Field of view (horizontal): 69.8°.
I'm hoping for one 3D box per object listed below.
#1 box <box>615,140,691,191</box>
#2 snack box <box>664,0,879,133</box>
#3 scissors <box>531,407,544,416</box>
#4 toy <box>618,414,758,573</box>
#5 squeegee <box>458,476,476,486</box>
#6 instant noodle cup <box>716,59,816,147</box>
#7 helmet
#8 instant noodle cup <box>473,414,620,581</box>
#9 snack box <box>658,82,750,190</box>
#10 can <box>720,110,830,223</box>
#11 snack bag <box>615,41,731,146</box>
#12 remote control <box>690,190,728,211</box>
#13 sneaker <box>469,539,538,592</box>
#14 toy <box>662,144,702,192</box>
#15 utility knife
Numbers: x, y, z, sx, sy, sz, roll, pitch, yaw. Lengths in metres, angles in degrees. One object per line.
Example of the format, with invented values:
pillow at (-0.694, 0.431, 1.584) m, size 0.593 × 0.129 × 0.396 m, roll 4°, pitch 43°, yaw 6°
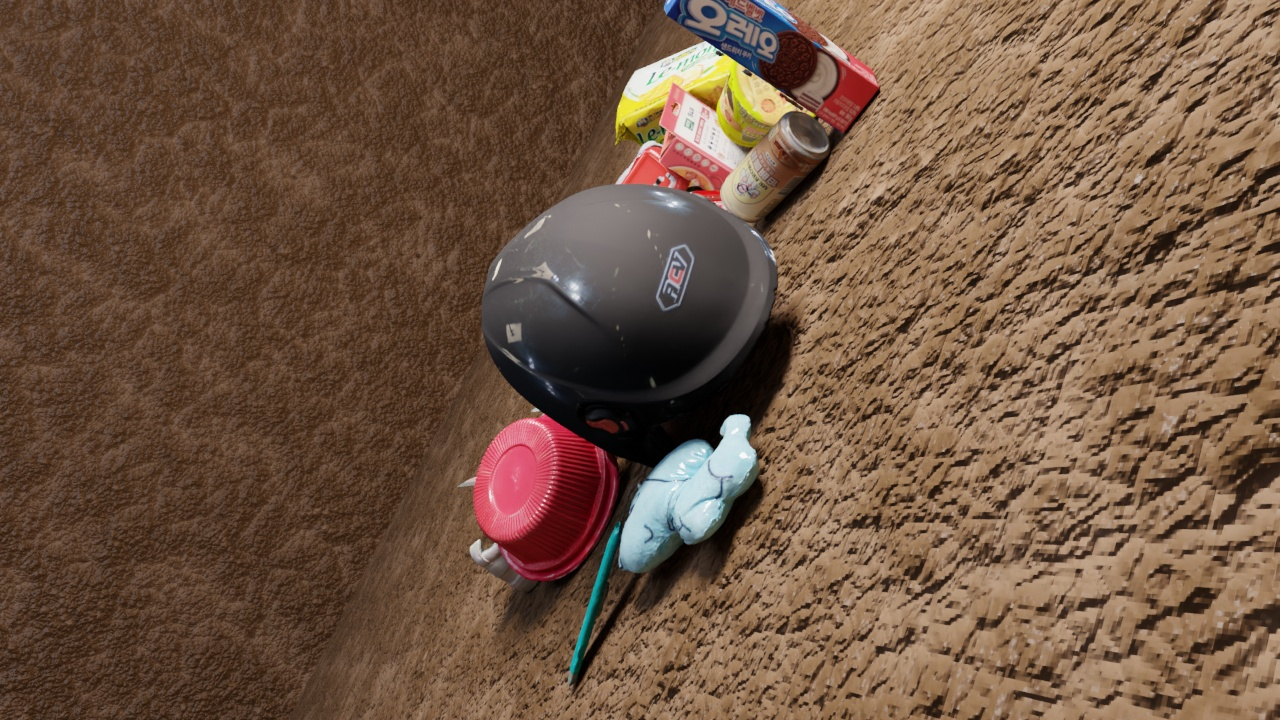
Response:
box at (-0.005, -0.184, 1.204) m, size 0.202 × 0.095 × 0.098 m, roll -53°, pitch -21°, yaw 24°
snack box at (0.122, -0.294, 0.853) m, size 0.058 × 0.207 × 0.057 m, roll -52°, pitch 16°, yaw 32°
scissors at (-0.088, 0.040, 1.087) m, size 0.163 × 0.012 × 0.162 m, roll -59°, pitch 23°, yaw -3°
toy at (0.032, 0.106, 0.718) m, size 0.161 × 0.050 × 0.156 m, roll -58°, pitch 14°, yaw 1°
squeegee at (-0.135, 0.087, 1.351) m, size 0.248 × 0.040 × 0.248 m, roll -13°, pitch 42°, yaw 50°
instant noodle cup at (0.138, -0.294, 1.025) m, size 0.111 × 0.111 × 0.123 m, roll -63°, pitch 7°, yaw -9°
helmet at (-0.011, -0.043, 0.805) m, size 0.275 × 0.230 × 0.233 m, roll -16°, pitch 48°, yaw 61°
instant noodle cup at (-0.113, 0.132, 0.976) m, size 0.194 × 0.065 × 0.193 m, roll -21°, pitch 56°, yaw 36°
snack box at (0.073, -0.270, 1.137) m, size 0.044 × 0.127 × 0.113 m, roll -48°, pitch 19°, yaw 40°
can at (0.134, -0.192, 0.920) m, size 0.117 × 0.058 × 0.058 m, roll -43°, pitch 23°, yaw 50°
snack bag at (0.083, -0.368, 1.231) m, size 0.247 × 0.068 × 0.157 m, roll -15°, pitch 36°, yaw 24°
remote control at (0.085, -0.169, 1.053) m, size 0.135 × 0.056 × 0.020 m, roll -89°, pitch -1°, yaw -63°
sneaker at (-0.136, 0.156, 1.117) m, size 0.090 × 0.090 × 0.241 m, roll -42°, pitch 23°, yaw 49°
toy at (0.045, -0.267, 1.296) m, size 0.246 × 0.090 × 0.227 m, roll -58°, pitch 27°, yaw -8°
utility knife at (-0.032, 0.191, 0.778) m, size 0.029 × 0.013 × 0.187 m, roll -50°, pitch -23°, yaw -79°
